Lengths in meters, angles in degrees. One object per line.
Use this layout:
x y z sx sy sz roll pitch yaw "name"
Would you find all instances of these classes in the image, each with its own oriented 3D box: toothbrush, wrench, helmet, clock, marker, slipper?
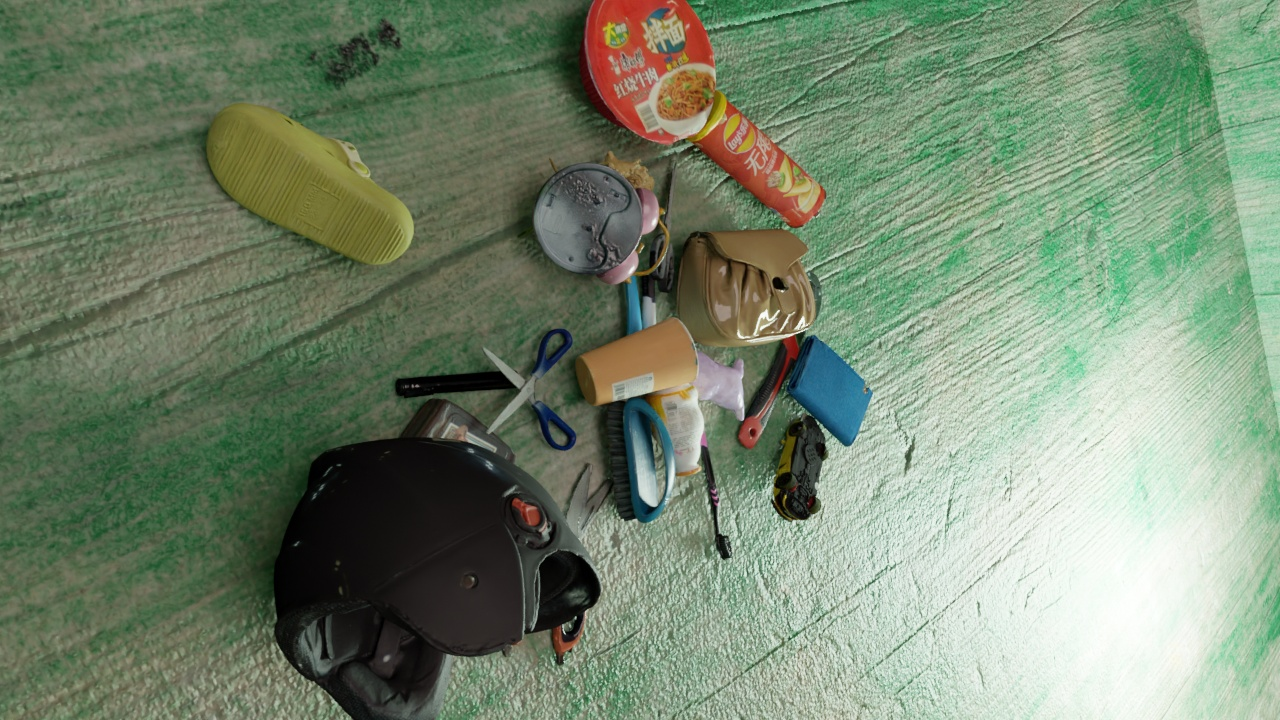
0.091 0.157 1.144 0.014 0.018 0.189 -14 94 -40 "toothbrush"
0.191 -0.002 1.233 0.056 0.016 0.272 39 64 -30 "wrench"
-0.175 0.178 0.792 0.274 0.234 0.230 0 57 -35 "helmet"
-0.043 -0.146 0.994 0.158 0.060 0.117 23 96 -14 "clock"
-0.182 0.023 0.929 0.131 0.022 0.020 -4 124 -39 "marker"
-0.291 -0.160 0.827 0.190 0.092 0.081 33 27 -22 "slipper"
0.011 -0.043 1.089 0.018 0.023 0.130 0 86 -12 "marker"

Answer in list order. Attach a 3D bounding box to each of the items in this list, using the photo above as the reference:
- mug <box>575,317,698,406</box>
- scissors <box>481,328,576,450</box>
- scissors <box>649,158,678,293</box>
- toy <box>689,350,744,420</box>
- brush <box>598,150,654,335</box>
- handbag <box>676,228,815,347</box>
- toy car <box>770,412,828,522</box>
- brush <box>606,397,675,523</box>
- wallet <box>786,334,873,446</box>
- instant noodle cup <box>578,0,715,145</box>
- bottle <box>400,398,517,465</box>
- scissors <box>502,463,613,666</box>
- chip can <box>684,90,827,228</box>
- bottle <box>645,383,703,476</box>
-0.006 0.006 1.027 0.122 0.078 0.078 -19 99 -20 "mug"
-0.111 0.028 0.972 0.173 0.012 0.162 49 49 -40 "scissors"
0.031 -0.170 1.096 0.136 0.014 0.174 -32 121 -67 "scissors"
0.090 0.022 1.137 0.108 0.039 0.083 19 61 -32 "toy"
-0.015 -0.113 1.061 0.083 0.046 0.254 -9 98 -43 "brush"
0.139 -0.093 1.144 0.204 0.100 0.147 -10 90 -42 "handbag"
0.213 0.143 1.223 0.071 0.041 0.155 44 47 -27 "toy car"
0.003 0.112 1.036 0.055 0.074 0.144 -11 96 -63 "brush"
0.262 0.040 1.269 0.133 0.040 0.106 42 57 -25 "wallet"
-0.002 -0.342 1.070 0.193 0.066 0.193 4 83 -38 "instant noodle cup"
-0.155 0.121 0.932 0.195 0.044 0.079 45 63 -28 "bottle"
-0.082 0.226 1.002 0.195 0.015 0.215 -18 97 -38 "scissors"
0.148 -0.255 1.181 0.216 0.073 0.073 32 68 -34 "chip can"
0.044 0.080 1.080 0.063 0.063 0.108 -16 97 -38 "bottle"
